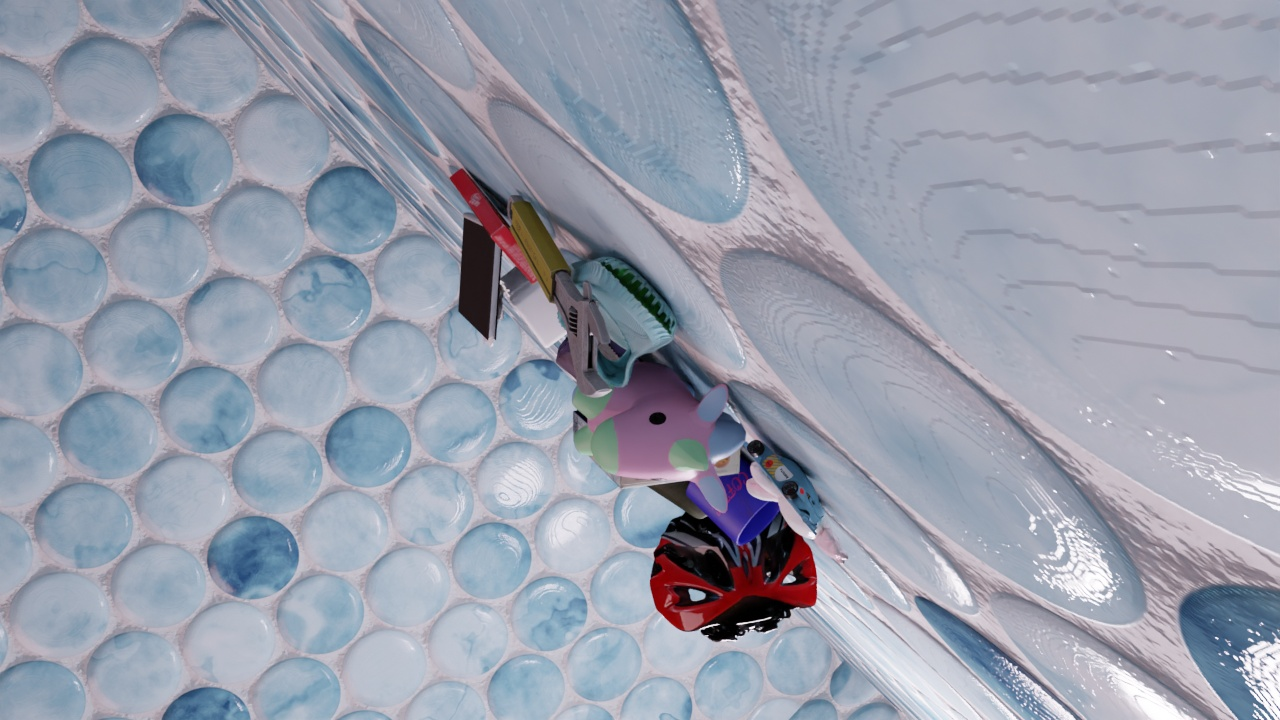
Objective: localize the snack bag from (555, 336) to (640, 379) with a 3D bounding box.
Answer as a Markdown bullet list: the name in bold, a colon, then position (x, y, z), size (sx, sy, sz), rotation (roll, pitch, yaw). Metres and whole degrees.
- **snack bag**: position (-0.054, 0.004, 1.098), size (0.096, 0.058, 0.205), rotation (46, 170, -4)

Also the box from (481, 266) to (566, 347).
- **box**: position (-0.178, -0.058, 1.276), size (0.103, 0.130, 0.110), rotation (54, 173, -31)

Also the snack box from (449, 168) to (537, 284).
- **snack box**: position (-0.160, -0.150, 1.021), size (0.133, 0.021, 0.089), rotation (52, 180, 41)

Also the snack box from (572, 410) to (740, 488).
- **snack box**: position (0.015, 0.089, 1.020), size (0.145, 0.144, 0.043), rotation (-148, 57, -61)

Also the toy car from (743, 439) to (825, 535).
- **toy car**: position (0.133, 0.105, 0.828), size (0.060, 0.027, 0.107), rotation (51, -178, -42)

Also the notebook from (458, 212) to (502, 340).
- **notebook**: position (-0.224, -0.122, 1.272), size (0.016, 0.149, 0.207), rotation (1, -167, -22)

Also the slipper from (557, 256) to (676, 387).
- **slipper**: position (-0.033, -0.036, 0.821), size (0.116, 0.069, 0.276), rotation (49, 173, -6)

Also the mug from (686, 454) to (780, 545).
- **mug**: position (0.117, 0.161, 1.081), size (0.083, 0.079, 0.111), rotation (42, -174, 27)

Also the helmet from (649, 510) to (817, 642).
- **helmet**: position (0.117, 0.267, 1.216), size (0.272, 0.217, 0.167), rotation (159, 101, -83)

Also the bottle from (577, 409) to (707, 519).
- **bottle**: position (0.010, 0.116, 1.147), size (0.207, 0.071, 0.071), rotation (34, 176, -7)

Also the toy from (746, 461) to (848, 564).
- **toy**: position (0.157, 0.147, 0.897), size (0.125, 0.037, 0.076), rotation (40, 169, 20)

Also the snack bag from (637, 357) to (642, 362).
- **snack bag**: position (-0.007, 0.007, 1.138), size (0.155, 0.018, 0.074), rotation (47, 174, -21)

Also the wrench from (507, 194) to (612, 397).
- **wrench**: position (-0.074, -0.069, 0.776), size (0.273, 0.018, 0.084), rotation (-123, 34, -48)

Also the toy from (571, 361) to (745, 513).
- **toy**: position (0.022, 0.056, 0.887), size (0.171, 0.120, 0.221), rotation (3, -163, 15)
